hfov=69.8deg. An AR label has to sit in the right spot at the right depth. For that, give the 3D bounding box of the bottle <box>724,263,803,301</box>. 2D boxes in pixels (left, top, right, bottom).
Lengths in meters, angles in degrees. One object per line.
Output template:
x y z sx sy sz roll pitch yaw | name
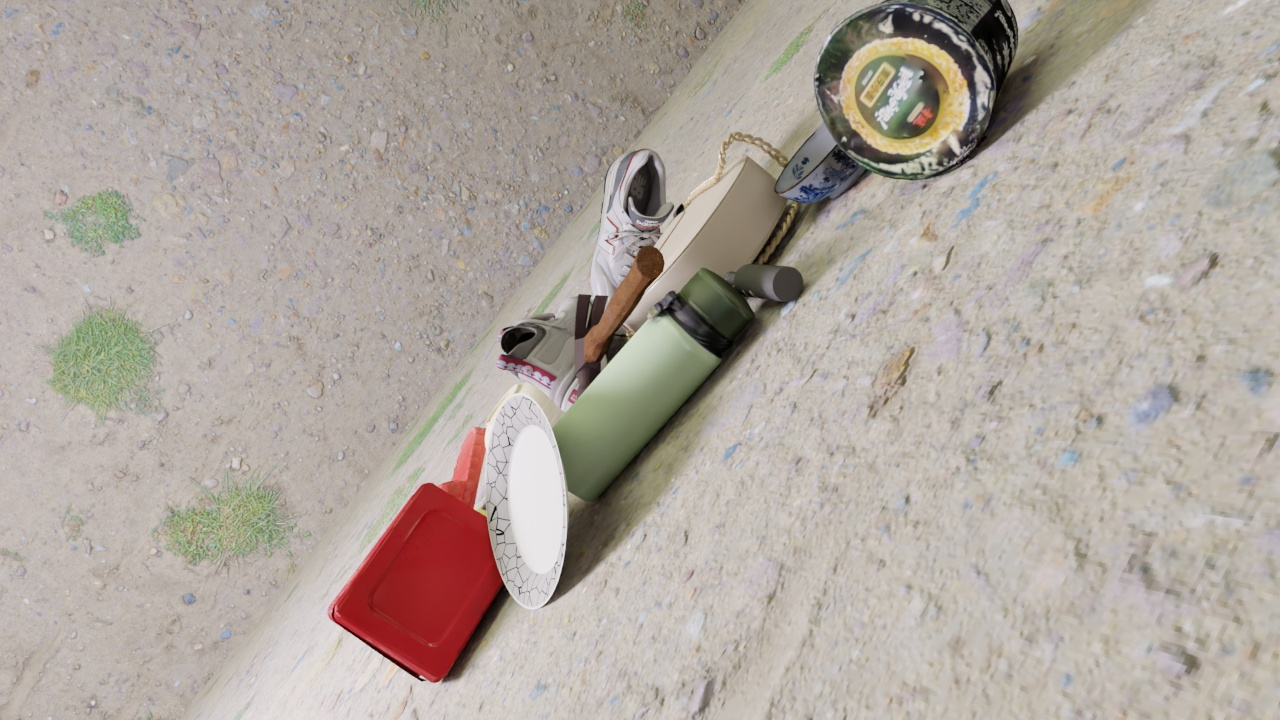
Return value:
0.104 -0.071 0.821 0.030 0.030 0.113 -52 21 -7 | bottle

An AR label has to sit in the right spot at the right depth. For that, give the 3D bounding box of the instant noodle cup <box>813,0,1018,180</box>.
0.219 -0.225 0.698 0.112 0.137 0.138 -48 10 -34 | instant noodle cup

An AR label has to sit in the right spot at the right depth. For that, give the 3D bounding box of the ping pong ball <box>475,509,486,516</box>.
-0.192 0.196 1.084 0.040 0.040 0.040 -47 14 15 | ping pong ball

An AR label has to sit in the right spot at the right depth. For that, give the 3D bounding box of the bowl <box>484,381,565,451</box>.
-0.151 0.079 1.193 0.151 0.075 0.150 -48 14 15 | bowl

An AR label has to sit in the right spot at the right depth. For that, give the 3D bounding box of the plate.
-0.098 0.124 0.816 0.189 0.016 0.188 2 93 61 | plate

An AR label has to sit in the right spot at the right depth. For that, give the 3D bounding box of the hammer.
-0.028 -0.041 0.899 0.324 0.033 0.115 132 139 -71 | hammer

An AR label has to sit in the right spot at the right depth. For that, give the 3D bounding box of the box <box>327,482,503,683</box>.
-0.207 0.216 0.894 0.157 0.134 0.111 -58 12 -24 | box

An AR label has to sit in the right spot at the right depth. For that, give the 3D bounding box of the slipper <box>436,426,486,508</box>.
-0.254 0.187 1.182 0.104 0.059 0.248 -42 29 49 | slipper

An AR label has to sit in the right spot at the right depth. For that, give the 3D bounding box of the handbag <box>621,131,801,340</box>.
0.059 -0.119 0.977 0.210 0.103 0.209 -57 11 -32 | handbag

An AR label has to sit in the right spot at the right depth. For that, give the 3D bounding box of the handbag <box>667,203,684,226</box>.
0.046 -0.152 1.212 0.079 0.054 0.128 -47 17 37 | handbag

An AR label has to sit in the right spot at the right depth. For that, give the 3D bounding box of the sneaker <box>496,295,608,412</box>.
-0.114 -0.023 1.157 0.097 0.128 0.262 -60 15 21 | sneaker

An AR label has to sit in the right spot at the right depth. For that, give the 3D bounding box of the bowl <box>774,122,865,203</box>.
0.184 -0.189 0.874 0.114 0.045 0.114 -47 13 15 | bowl

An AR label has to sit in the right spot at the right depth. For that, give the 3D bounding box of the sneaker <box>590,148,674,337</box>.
-0.007 -0.154 1.122 0.124 0.088 0.239 154 118 -72 | sneaker

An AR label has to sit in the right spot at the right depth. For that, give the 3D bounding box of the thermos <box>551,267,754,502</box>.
0.003 0.018 0.829 0.231 0.082 0.082 -48 13 10 | thermos
